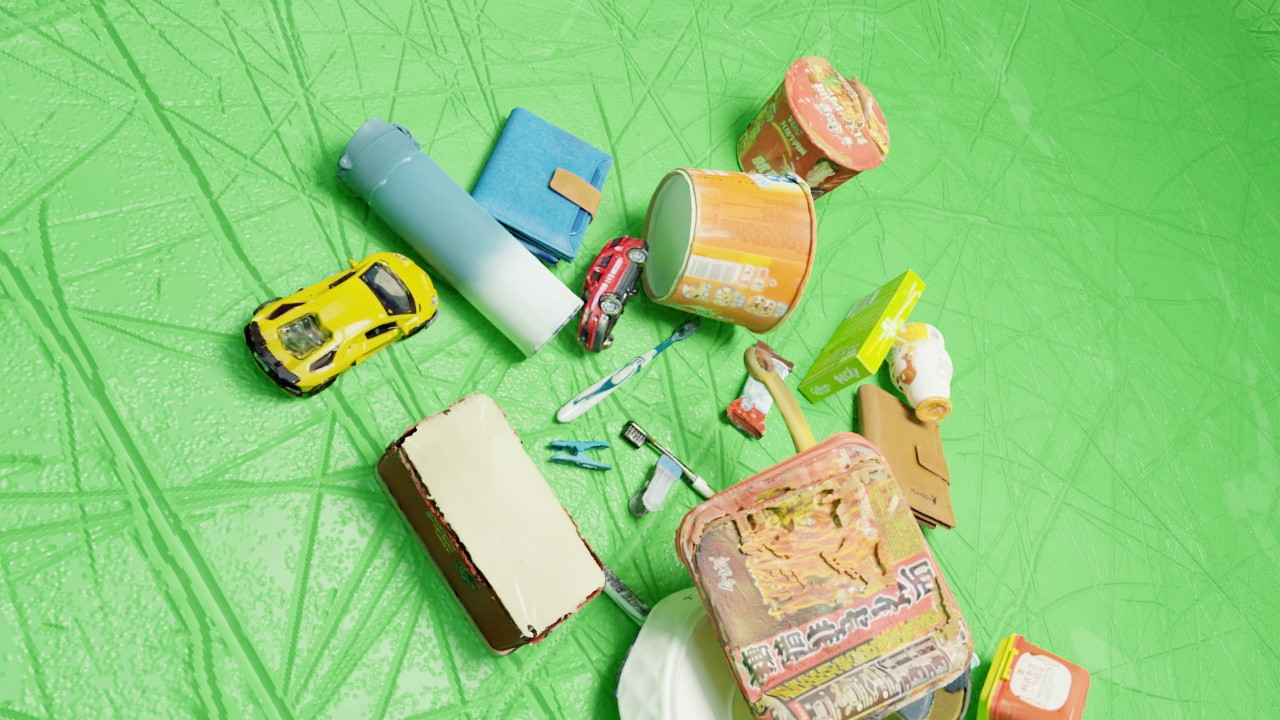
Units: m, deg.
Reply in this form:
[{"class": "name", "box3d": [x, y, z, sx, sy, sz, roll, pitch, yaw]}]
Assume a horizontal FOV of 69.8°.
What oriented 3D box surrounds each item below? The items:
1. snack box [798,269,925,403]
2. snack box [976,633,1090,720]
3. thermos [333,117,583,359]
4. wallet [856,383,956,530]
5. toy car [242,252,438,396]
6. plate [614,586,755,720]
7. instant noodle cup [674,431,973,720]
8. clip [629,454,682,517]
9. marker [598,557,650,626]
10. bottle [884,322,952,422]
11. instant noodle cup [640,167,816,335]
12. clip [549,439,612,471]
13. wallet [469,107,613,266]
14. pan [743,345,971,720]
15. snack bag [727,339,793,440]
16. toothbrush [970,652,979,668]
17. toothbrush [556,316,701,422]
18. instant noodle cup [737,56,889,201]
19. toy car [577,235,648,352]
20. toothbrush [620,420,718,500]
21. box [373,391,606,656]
[{"class": "snack box", "box3d": [0.222, -0.025, 0.916, 0.026, 0.086, 0.156, 46, 50, -6]}, {"class": "snack box", "box3d": [0.354, 0.306, 0.824, 0.091, 0.080, 0.082, -46, 137, -39]}, {"class": "thermos", "box3d": [-0.144, -0.098, 0.727, 0.220, 0.070, 0.070, 44, 51, -7]}, {"class": "wallet", "box3d": [0.260, 0.096, 0.905, 0.107, 0.031, 0.131, 27, 46, -20]}, {"class": "toy car", "box3d": [-0.211, -0.033, 0.665, 0.155, 0.041, 0.071, -36, 89, -41]}, {"class": "plate", "box3d": [0.076, 0.267, 0.680, 0.204, 0.046, 0.204, 22, 54, -34]}, {"class": "instant noodle cup", "box3d": [0.124, 0.162, 0.655, 0.164, 0.079, 0.188, -23, 85, -8]}, {"class": "clip", "box3d": [0.013, 0.104, 0.753, 0.024, 0.028, 0.056, 42, 54, -10]}, {"class": "marker", "box3d": [-0.018, 0.175, 0.701, 0.146, 0.017, 0.016, 46, 51, -5]}, {"class": "bottle", "box3d": [0.289, 0.012, 0.942, 0.063, 0.063, 0.108, 23, 40, -22]}, {"class": "instant noodle cup", "box3d": [0.072, -0.104, 0.825, 0.111, 0.152, 0.151, 7, 63, -21]}, {"class": "clip", "box3d": [-0.048, 0.074, 0.735, 0.056, 0.014, 0.041, 12, 60, -30]}, {"class": "wallet", "box3d": [-0.087, -0.155, 0.812, 0.106, 0.040, 0.132, 27, 55, -14]}, {"class": "pan", "box3d": [0.172, 0.146, 0.763, 0.357, 0.078, 0.197, 52, 34, -5]}, {"class": "snack bag", "box3d": [0.112, 0.025, 0.856, 0.045, 0.026, 0.105, 33, 51, -4]}, {"class": "toothbrush", "box3d": [0.267, 0.203, 0.873, 0.189, 0.029, 0.021, 67, 12, 14]}, {"class": "toothbrush", "box3d": [-0.005, 0.005, 0.796, 0.191, 0.018, 0.016, -35, 88, -40]}, {"class": "instant noodle cup", "box3d": [0.177, -0.232, 0.976, 0.137, 0.109, 0.137, 15, 59, -27]}, {"class": "toy car", "box3d": [-0.028, -0.059, 0.792, 0.045, 0.053, 0.120, 19, 47, 4]}, {"class": "toothbrush", "box3d": [0.056, 0.115, 0.784, 0.186, 0.012, 0.017, 41, 57, -9]}, {"class": "box", "box3d": [-0.100, 0.110, 0.640, 0.091, 0.079, 0.168, -31, 86, -39]}]
